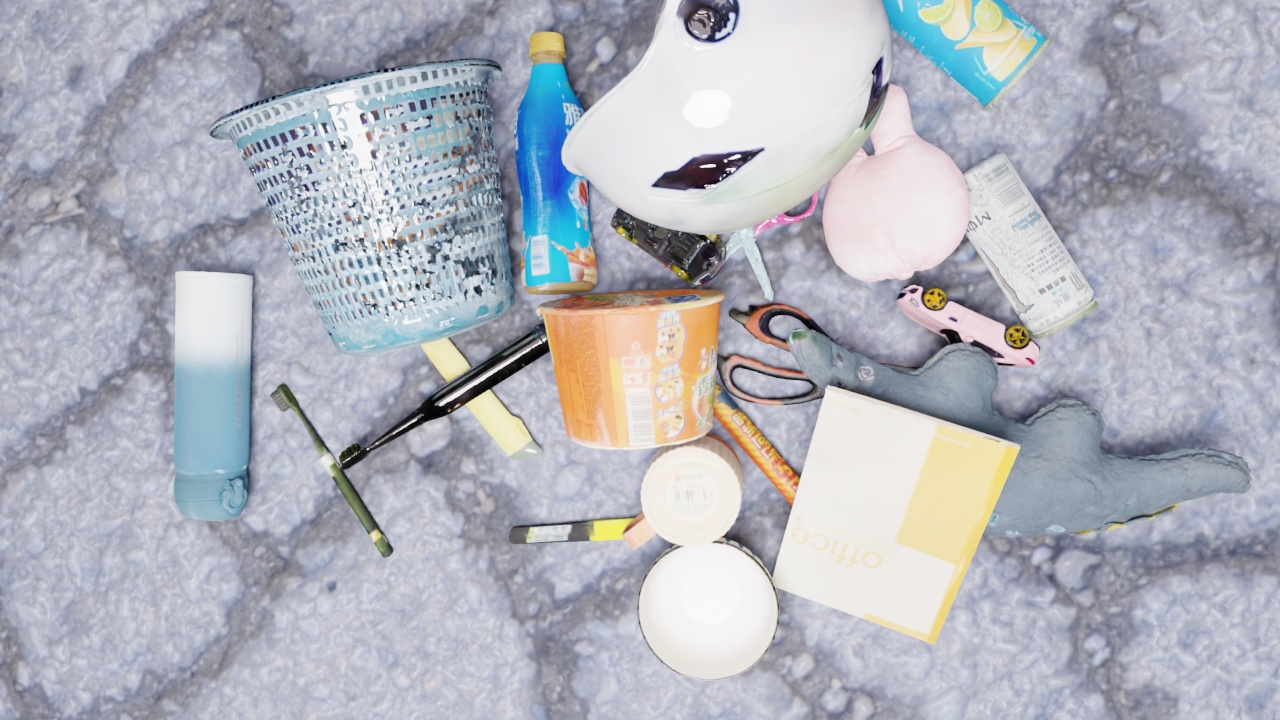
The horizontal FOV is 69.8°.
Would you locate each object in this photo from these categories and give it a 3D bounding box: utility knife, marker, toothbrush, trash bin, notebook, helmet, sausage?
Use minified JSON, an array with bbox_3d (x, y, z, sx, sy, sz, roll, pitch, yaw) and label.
[{"bbox_3d":[-0.148,0.026,0.818,0.031,0.018,0.162,-40,89,1],"label":"utility knife"},{"bbox_3d":[-0.057,0.152,0.814,0.124,0.015,0.018,-5,90,9],"label":"marker"},{"bbox_3d":[-0.281,0.102,0.836,0.017,0.012,0.186,-34,88,11],"label":"toothbrush"},{"bbox_3d":[-0.198,-0.115,0.737,0.227,0.226,0.195,-12,103,6],"label":"trash bin"},{"bbox_3d":[0.193,0.127,0.730,0.146,0.010,0.207,18,122,14],"label":"notebook"},{"bbox_3d":[0.083,-0.181,0.683,0.258,0.229,0.146,-40,84,-10],"label":"helmet"},{"bbox_3d":[0.106,0.081,0.790,0.021,0.021,0.165,-41,87,5],"label":"sausage"},{"bbox_3d":[-0.170,0.034,0.799,0.212,0.026,0.027,-32,49,-3],"label":"toothbrush"}]

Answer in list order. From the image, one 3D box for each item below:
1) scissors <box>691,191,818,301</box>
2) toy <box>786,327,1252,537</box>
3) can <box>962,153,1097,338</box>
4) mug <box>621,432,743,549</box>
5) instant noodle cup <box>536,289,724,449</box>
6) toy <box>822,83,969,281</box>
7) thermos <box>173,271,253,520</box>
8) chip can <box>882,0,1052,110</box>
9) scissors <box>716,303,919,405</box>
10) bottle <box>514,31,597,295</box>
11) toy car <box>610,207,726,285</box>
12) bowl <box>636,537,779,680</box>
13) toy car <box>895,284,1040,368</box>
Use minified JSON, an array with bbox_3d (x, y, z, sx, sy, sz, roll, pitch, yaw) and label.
[{"bbox_3d":[0.087,-0.116,0.789,0.133,0.017,0.135,-44,83,12],"label":"scissors"},{"bbox_3d":[0.275,0.070,0.729,0.356,0.091,0.138,21,119,7],"label":"toy"},{"bbox_3d":[0.307,-0.094,0.747,0.058,0.058,0.146,-32,88,6],"label":"can"},{"bbox_3d":[0.031,0.113,0.756,0.114,0.106,0.081,-39,87,5],"label":"mug"},{"bbox_3d":[-0.004,0.004,0.743,0.151,0.151,0.111,-3,99,6],"label":"instant noodle cup"},{"bbox_3d":[0.198,-0.143,0.749,0.122,0.054,0.159,-21,79,34],"label":"toy"},{"bbox_3d":[-0.380,0.030,0.819,0.070,0.070,0.220,1,91,6],"label":"thermos"},{"bbox_3d":[0.227,-0.298,0.744,0.210,0.071,0.071,41,95,3],"label":"chip can"},{"bbox_3d":[0.176,-0.003,0.784,0.206,0.015,0.193,-30,87,6],"label":"scissors"},{"bbox_3d":[-0.075,-0.166,0.782,0.065,0.065,0.218,-3,90,6],"label":"bottle"},{"bbox_3d":[0.026,-0.105,0.787,0.106,0.031,0.049,36,97,15],"label":"toy car"},{"bbox_3d":[0.058,0.203,0.776,0.116,0.066,0.116,0,91,7],"label":"bowl"},{"bbox_3d":[0.267,-0.025,0.755,0.122,0.056,0.037,26,87,5],"label":"toy car"}]
